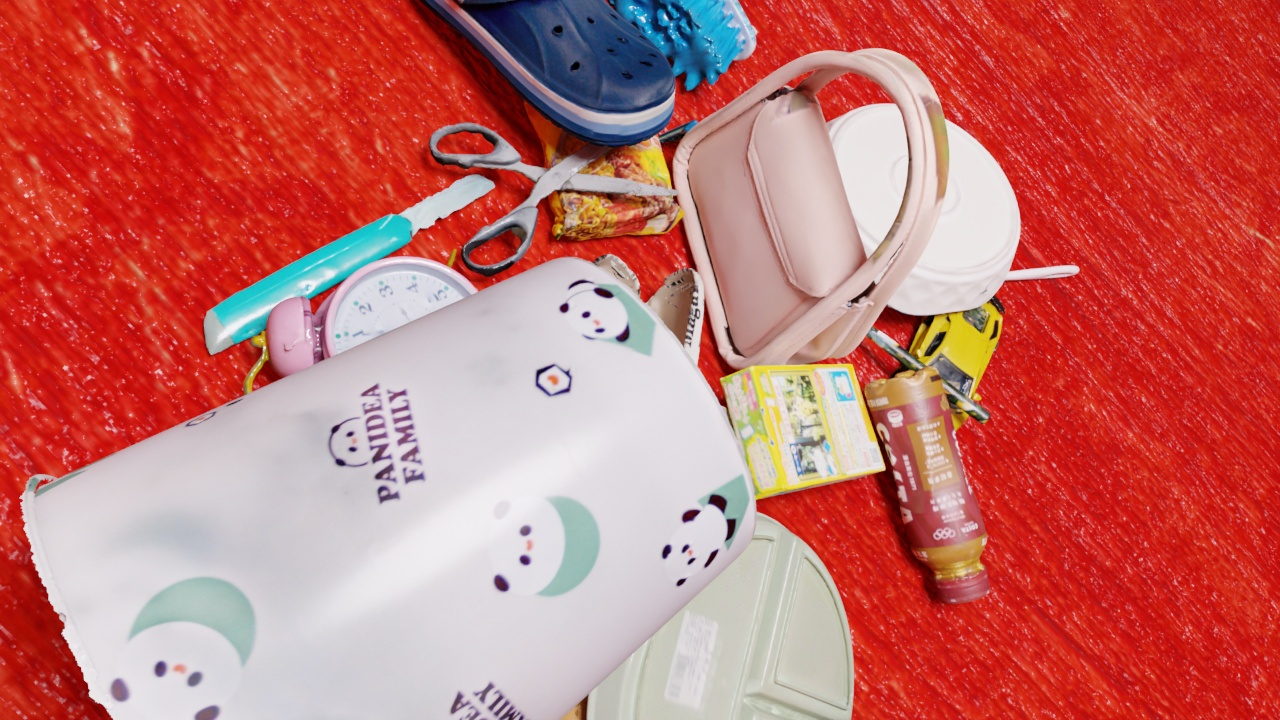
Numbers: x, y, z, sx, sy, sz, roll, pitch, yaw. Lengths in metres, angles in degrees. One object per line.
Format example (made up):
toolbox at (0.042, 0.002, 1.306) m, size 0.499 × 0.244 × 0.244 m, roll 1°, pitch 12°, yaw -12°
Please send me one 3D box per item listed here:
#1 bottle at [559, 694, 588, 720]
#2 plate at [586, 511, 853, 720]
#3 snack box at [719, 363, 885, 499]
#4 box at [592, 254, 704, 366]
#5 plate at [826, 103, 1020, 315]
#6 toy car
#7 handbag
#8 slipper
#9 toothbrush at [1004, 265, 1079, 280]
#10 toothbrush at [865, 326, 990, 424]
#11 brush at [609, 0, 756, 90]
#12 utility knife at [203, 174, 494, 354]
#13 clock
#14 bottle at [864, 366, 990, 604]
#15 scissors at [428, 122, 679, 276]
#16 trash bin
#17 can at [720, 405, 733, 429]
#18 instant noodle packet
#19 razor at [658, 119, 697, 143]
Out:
bottle at (-0.035, 0.188, 0.546) m, size 0.068 × 0.068 × 0.189 m, roll 19°, pitch 66°, yaw -18°
plate at (0.062, 0.207, 0.564) m, size 0.229 × 0.028 × 0.230 m, roll 6°, pitch 81°, yaw -42°
snack box at (0.120, 0.048, 0.661) m, size 0.140 × 0.034 × 0.087 m, roll 0°, pitch 71°, yaw -50°
box at (-0.001, 0.004, 0.615) m, size 0.076 × 0.088 × 0.162 m, roll 49°, pitch 45°, yaw -50°
plate at (0.230, -0.136, 0.772) m, size 0.204 × 0.046 × 0.204 m, roll 7°, pitch 62°, yaw -12°
toy car at (0.257, -0.001, 0.764) m, size 0.071 × 0.041 × 0.155 m, roll 37°, pitch 63°, yaw -8°
handbag at (0.119, -0.110, 0.623) m, size 0.093 × 0.235 × 0.193 m, roll -10°, pitch 76°, yaw -24°
slipper at (-0.066, -0.250, 0.635) m, size 0.253 × 0.095 × 0.104 m, roll 42°, pitch 56°, yaw 18°
toothbrush at (0.340, -0.081, 0.845) m, size 0.179 × 0.016 × 0.016 m, roll -5°, pitch 69°, yaw -26°
toothbrush at (0.200, -0.012, 0.727) m, size 0.186 × 0.017 × 0.012 m, roll 39°, pitch 65°, yaw 10°
brush at (-0.009, -0.366, 0.762) m, size 0.109 × 0.061 × 0.314 m, roll -38°, pitch 88°, yaw -36°
utility knife at (-0.183, -0.070, 0.597) m, size 0.221 × 0.013 × 0.029 m, roll -36°, pitch 92°, yaw -28°
clock at (-0.159, 0.001, 0.557) m, size 0.158 × 0.060 × 0.117 m, roll -30°, pitch 86°, yaw -28°
bottle at (0.221, 0.095, 0.697) m, size 0.057 × 0.058 × 0.175 m, roll -15°, pitch 88°, yaw -29°
scissors at (-0.065, -0.127, 0.636) m, size 0.159 × 0.014 × 0.180 m, roll 36°, pitch 74°, yaw -1°
trash bin at (-0.098, 0.088, 0.439) m, size 0.251 × 0.230 × 0.229 m, roll -32°, pitch 88°, yaw -23°
can at (0.035, 0.098, 0.617) m, size 0.053 × 0.053 × 0.134 m, roll 13°, pitch 68°, yaw -21°
instant noodle packet at (-0.028, -0.155, 0.682) m, size 0.110 × 0.044 × 0.128 m, roll -8°, pitch 76°, yaw -30°
razor at (0.071, -0.201, 0.754) m, size 0.142 × 0.043 × 0.022 m, roll -36°, pitch 109°, yaw -36°
